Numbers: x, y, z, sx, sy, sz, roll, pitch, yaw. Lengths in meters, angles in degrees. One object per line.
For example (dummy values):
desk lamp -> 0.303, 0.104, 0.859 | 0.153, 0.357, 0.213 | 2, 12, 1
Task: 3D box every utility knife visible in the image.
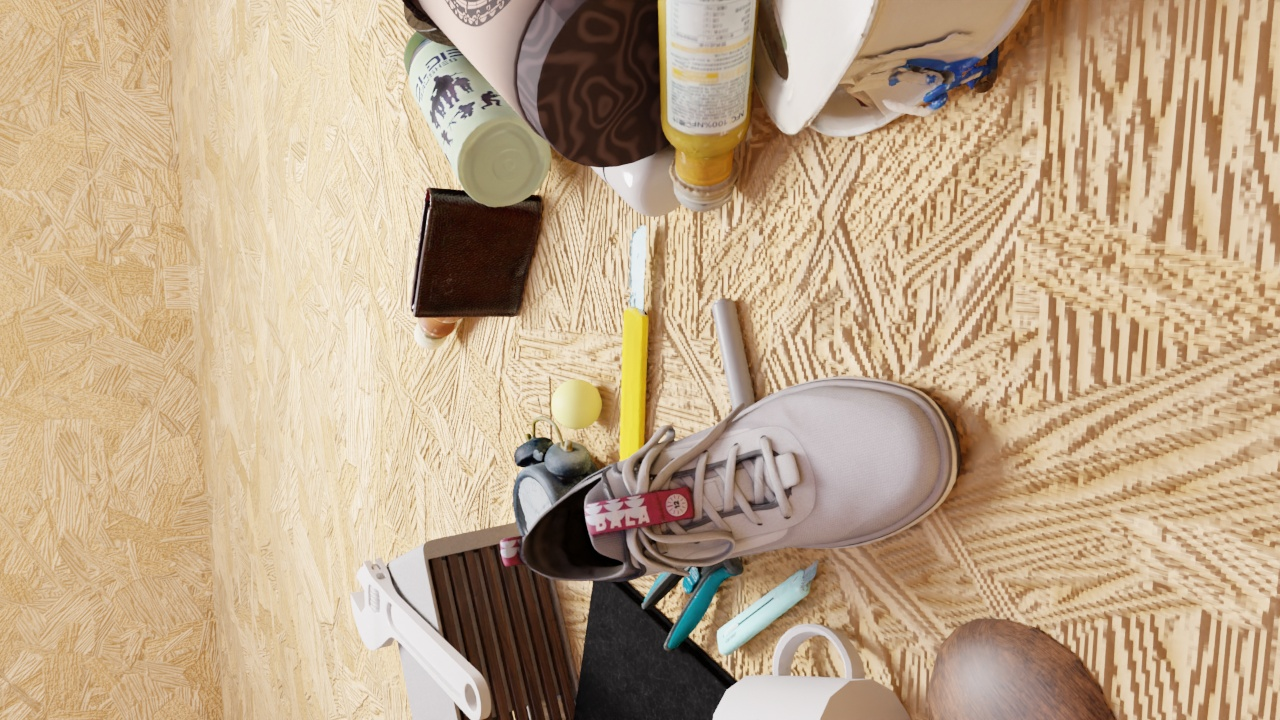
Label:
utility knife -> 0.081, 0.157, 0.580 | 0.120, 0.015, 0.022 | -54, 21, 43
utility knife -> -0.004, 0.004, 0.675 | 0.030, 0.018, 0.207 | 19, 116, 47

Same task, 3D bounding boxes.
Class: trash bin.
trash bin -> -0.140, 0.275, 0.830 | 0.115, 0.114, 0.228 | -33, 68, 53

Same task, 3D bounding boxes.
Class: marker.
marker -> 0.066, 0.030, 0.580 | 0.016, 0.016, 0.140 | -21, 78, 55

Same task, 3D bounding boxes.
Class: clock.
clock -> -0.066, 0.108, 0.748 | 0.090, 0.052, 0.129 | 0, 98, 56

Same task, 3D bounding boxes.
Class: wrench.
wrench -> -0.195, 0.245, 0.789 | 0.274, 0.018, 0.087 | 17, 109, 52

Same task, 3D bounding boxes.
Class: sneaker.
sneaker -> 0.040, 0.074, 0.509 | 0.264, 0.128, 0.096 | -23, 78, 37

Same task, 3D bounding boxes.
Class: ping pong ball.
ping pong ball -> -0.051, 0.035, 0.728 | 0.040, 0.040, 0.040 | 13, 106, 54

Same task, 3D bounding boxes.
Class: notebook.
notebook -> 0.021, 0.283, 0.683 | 0.231, 0.019, 0.169 | 30, 117, 50

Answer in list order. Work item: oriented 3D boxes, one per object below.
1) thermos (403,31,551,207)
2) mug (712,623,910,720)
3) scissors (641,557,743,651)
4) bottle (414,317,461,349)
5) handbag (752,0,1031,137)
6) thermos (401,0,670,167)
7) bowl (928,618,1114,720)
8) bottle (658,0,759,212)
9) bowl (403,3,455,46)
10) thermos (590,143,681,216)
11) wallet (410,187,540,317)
thermos -> -0.144, -0.220, 0.780 | 0.231, 0.082, 0.082 | 57, 138, 46
mug -> 0.098, 0.203, 0.522 | 0.090, 0.073, 0.105 | -25, 49, 54
scissors -> 0.043, 0.145, 0.625 | 0.132, 0.019, 0.148 | -6, 84, 51
bottle -> -0.183, -0.067, 0.887 | 0.168, 0.059, 0.059 | -51, 55, 47
handbag -> 0.101, -0.206, 0.447 | 0.200, 0.093, 0.200 | 140, 119, -73
thermos -> -0.055, -0.241, 0.580 | 0.226, 0.172, 0.173 | 56, 137, 32
bowl -> 0.174, 0.184, 0.438 | 0.102, 0.026, 0.114 | -8, 88, 56
bottle -> 0.037, -0.159, 0.503 | 0.186, 0.053, 0.053 | 86, 158, -57
bowl -> -0.135, -0.310, 0.767 | 0.121, 0.056, 0.121 | -17, 60, 30
thermos -> -0.036, -0.178, 0.662 | 0.224, 0.052, 0.052 | 51, 134, 38
wallet -> -0.143, -0.089, 0.791 | 0.031, 0.099, 0.120 | 55, 136, 46
